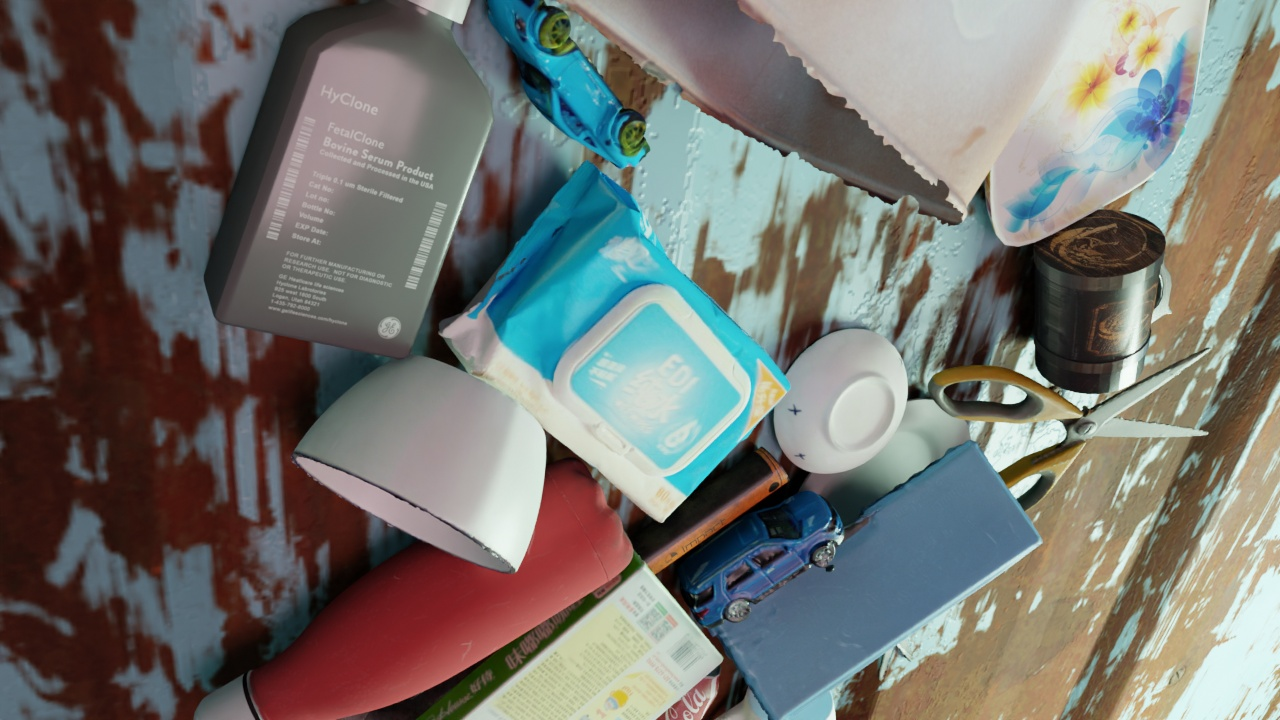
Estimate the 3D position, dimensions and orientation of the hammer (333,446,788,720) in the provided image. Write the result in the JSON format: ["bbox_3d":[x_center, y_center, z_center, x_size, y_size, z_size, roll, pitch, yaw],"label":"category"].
[{"bbox_3d":[-0.035,0.160,0.584,0.314,0.035,0.138,-33,130,-11],"label":"hammer"}]

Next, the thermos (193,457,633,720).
[{"bbox_3d":[-0.121,0.139,0.494,0.239,0.073,0.073,-29,129,-12],"label":"thermos"}]

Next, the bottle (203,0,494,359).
[{"bbox_3d":[-0.111,-0.092,0.378,0.083,0.046,0.174,13,110,-36],"label":"bottle"}]

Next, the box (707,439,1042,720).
[{"bbox_3d":[0.163,0.160,0.684,0.231,0.094,0.112,-33,174,-6],"label":"box"}]

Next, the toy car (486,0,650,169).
[{"bbox_3d":[-0.035,-0.125,0.405,0.032,0.048,0.105,-42,132,1],"label":"toy car"}]

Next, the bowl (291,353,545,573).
[{"bbox_3d":[-0.095,0.046,0.433,0.116,0.116,0.065,46,62,-40],"label":"bowl"}]

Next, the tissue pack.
[{"bbox_3d":[-0.003,0.003,0.491,0.117,0.066,0.209,-45,132,1],"label":"tissue pack"}]

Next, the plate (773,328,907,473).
[{"bbox_3d":[0.139,0.032,0.607,0.104,0.026,0.104,-8,112,-21],"label":"plate"}]

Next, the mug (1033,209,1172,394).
[{"bbox_3d":[0.337,-0.048,0.655,0.115,0.080,0.107,-26,129,-10],"label":"mug"}]

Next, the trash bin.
[{"bbox_3d":[0.039,-0.188,0.327,0.259,0.181,0.157,24,101,-38],"label":"trash bin"}]

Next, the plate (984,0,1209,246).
[{"bbox_3d":[0.290,-0.179,0.590,0.186,0.016,0.187,-27,128,-15],"label":"plate"}]

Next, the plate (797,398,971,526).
[{"bbox_3d":[0.178,0.105,0.695,0.178,0.012,0.179,-15,124,-24],"label":"plate"}]

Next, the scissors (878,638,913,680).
[{"bbox_3d":[0.227,0.221,0.787,0.141,0.014,0.147,25,106,-43],"label":"scissors"}]

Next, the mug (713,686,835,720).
[{"bbox_3d":[0.100,0.301,0.732,0.114,0.080,0.088,1,115,3],"label":"mug"}]

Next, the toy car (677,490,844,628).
[{"bbox_3d":[0.079,0.131,0.616,0.120,0.056,0.043,-34,116,5],"label":"toy car"}]

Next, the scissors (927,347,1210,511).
[{"bbox_3d":[0.299,0.049,0.671,0.229,0.016,0.226,25,128,-22],"label":"scissors"}]

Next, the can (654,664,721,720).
[{"bbox_3d":[0.015,0.248,0.654,0.054,0.054,0.097,19,106,-38],"label":"can"}]

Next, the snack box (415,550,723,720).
[{"bbox_3d":[-0.040,0.205,0.568,0.168,0.027,0.132,-39,132,-6],"label":"snack box"}]
